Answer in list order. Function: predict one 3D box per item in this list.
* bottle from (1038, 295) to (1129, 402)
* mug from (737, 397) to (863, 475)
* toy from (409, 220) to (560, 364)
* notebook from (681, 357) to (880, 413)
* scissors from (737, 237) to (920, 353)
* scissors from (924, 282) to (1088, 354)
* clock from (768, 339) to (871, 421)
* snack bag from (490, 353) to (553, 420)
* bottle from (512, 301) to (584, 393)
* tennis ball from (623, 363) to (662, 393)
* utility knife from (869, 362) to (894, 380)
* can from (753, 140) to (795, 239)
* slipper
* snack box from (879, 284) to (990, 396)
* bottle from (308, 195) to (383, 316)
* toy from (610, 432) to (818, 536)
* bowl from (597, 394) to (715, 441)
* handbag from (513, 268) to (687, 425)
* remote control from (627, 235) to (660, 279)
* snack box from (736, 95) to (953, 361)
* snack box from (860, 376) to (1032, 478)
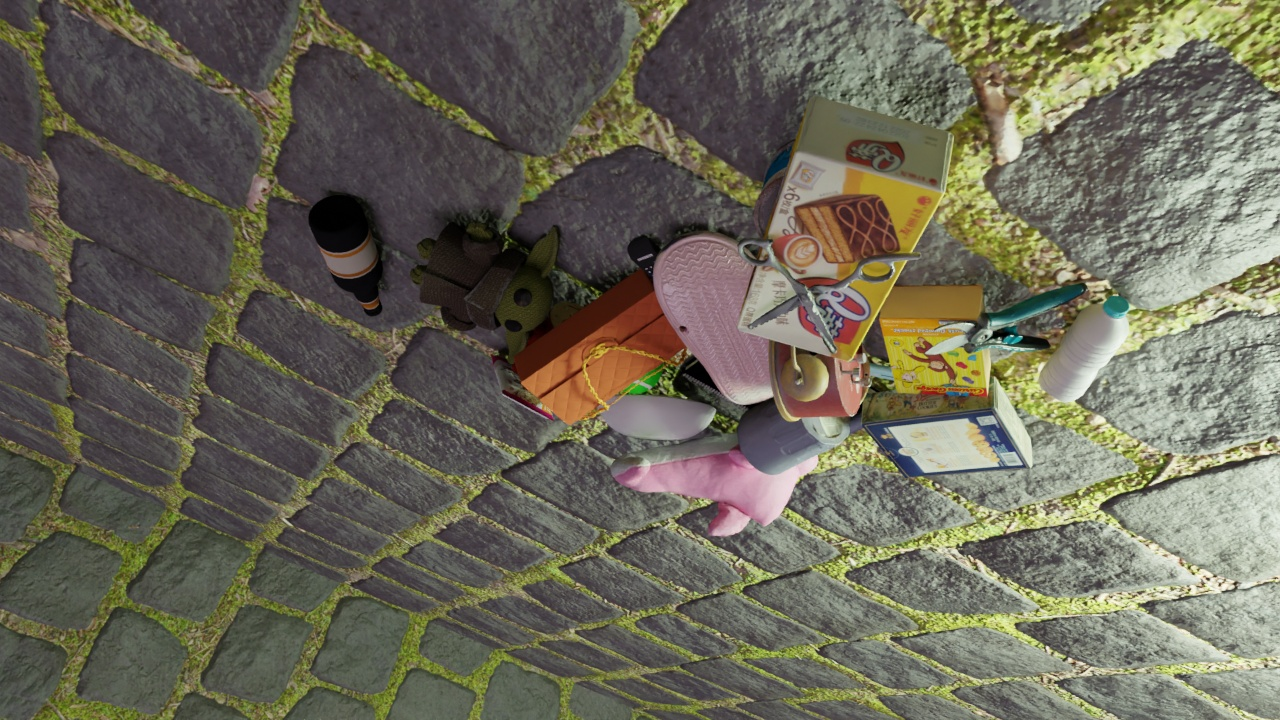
[{"bbox_3d":[0.409,-0.012,0.840,0.044,0.044,0.136,13,149,9],"label":"bottle"},{"bbox_3d":[0.191,0.077,1.051,0.123,0.083,0.104,8,153,-31],"label":"mug"},{"bbox_3d":[-0.169,-0.083,0.989,0.153,0.078,0.180,22,123,-2],"label":"toy"},{"bbox_3d":[0.170,0.032,1.069,0.206,0.016,0.149,29,147,-16],"label":"notebook"},{"bbox_3d":[0.142,-0.058,0.730,0.141,0.014,0.176,38,142,-24],"label":"scissors"},{"bbox_3d":[0.332,-0.033,0.818,0.154,0.019,0.125,13,133,-37],"label":"scissors"},{"bbox_3d":[0.178,-0.003,0.900,0.081,0.117,0.158,-3,163,27],"label":"clock"},{"bbox_3d":[-0.149,0.029,1.134,0.070,0.016,0.196,29,-174,-18],"label":"snack bag"},{"bbox_3d":[-0.092,-0.010,1.074,0.099,0.098,0.111,27,129,-13],"label":"bottle"},{"bbox_3d":[-0.006,0.006,1.074,0.065,0.065,0.065,14,149,8],"label":"tennis ball"},{"bbox_3d":[0.234,0.006,0.986,0.165,0.015,0.022,11,152,8],"label":"utility knife"},{"bbox_3d":[0.165,-0.130,0.784,0.130,0.044,0.130,14,149,8],"label":"can"},{"bbox_3d":[0.091,-0.042,0.940,0.107,0.055,0.222,-23,124,12],"label":"slipper"},{"bbox_3d":[0.291,-0.018,0.898,0.088,0.040,0.126,2,145,26],"label":"snack box"},{"bbox_3d":[-0.332,-0.111,1.070,0.059,0.059,0.182,14,149,8],"label":"bottle"},{"bbox_3d":[0.096,0.156,1.153,0.265,0.127,0.187,-1,171,-6],"label":"toy"},{"bbox_3d":[0.018,0.076,1.144,0.149,0.043,0.150,5,168,1],"label":"bowl"},{"bbox_3d":[-0.033,-0.004,0.994,0.172,0.060,0.109,-34,134,9],"label":"handbag"},{"bbox_3d":[0.044,-0.078,0.960,0.033,0.015,0.147,-15,135,43],"label":"remote control"},{"bbox_3d":[0.156,-0.095,0.739,0.110,0.061,0.231,16,149,4],"label":"snack box"},{"bbox_3d":[0.336,0.078,1.007,0.145,0.042,0.144,-9,144,34],"label":"snack box"}]
